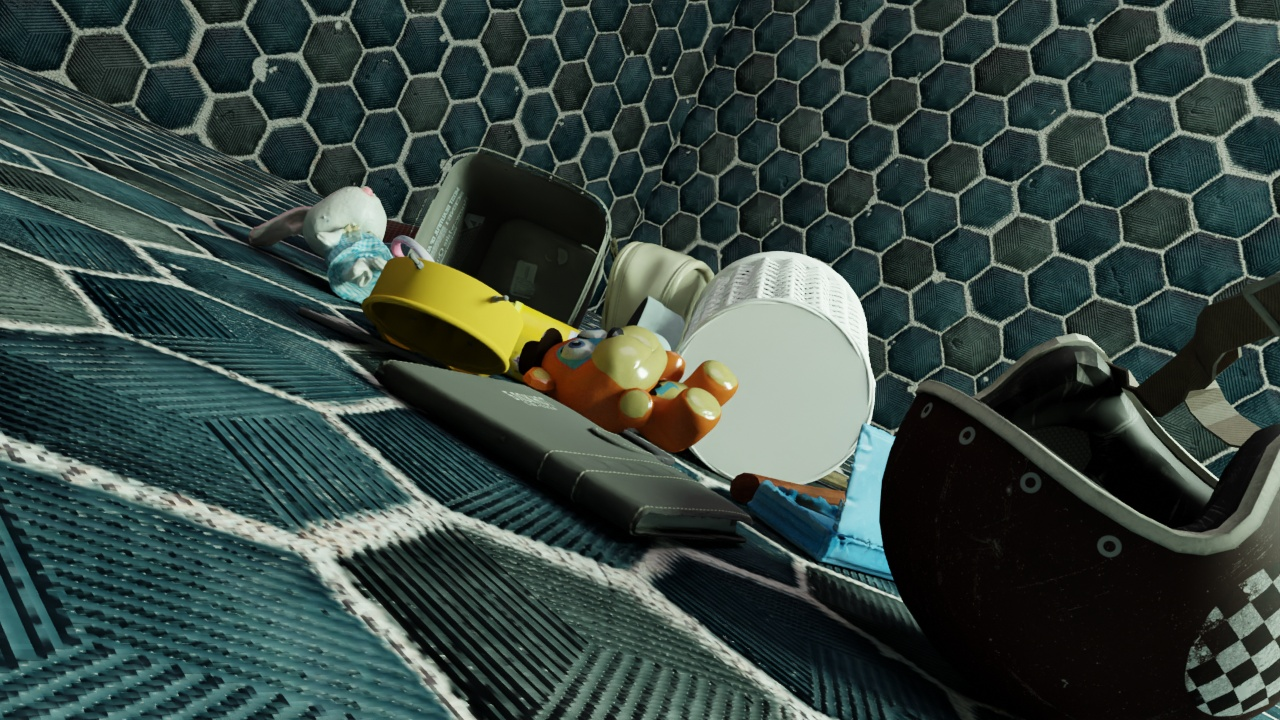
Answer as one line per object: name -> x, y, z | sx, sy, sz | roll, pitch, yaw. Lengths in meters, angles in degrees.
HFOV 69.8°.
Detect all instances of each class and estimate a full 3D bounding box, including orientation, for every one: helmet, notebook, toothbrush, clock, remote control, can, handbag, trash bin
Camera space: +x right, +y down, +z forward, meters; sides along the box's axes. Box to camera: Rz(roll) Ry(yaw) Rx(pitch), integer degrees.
helmet -> 0.257, 0.075, 0.487 | 0.234, 0.253, 0.233 | 50, 2, -17
notebook -> -0.042, 0.057, 0.581 | 0.209, 0.029, 0.169 | 29, 5, 30
toothbrush -> -0.176, -0.005, 0.681 | 0.167, 0.013, 0.013 | 23, 4, -2
clock -> -0.005, 0.005, 0.871 | 0.045, 0.123, 0.159 | 29, 16, -7
remote control -> -0.025, 0.060, 0.782 | 0.124, 0.009, 0.046 | 28, 4, 38
can -> -0.086, -0.005, 0.857 | 0.105, 0.067, 0.067 | 25, 4, -9
handbag -> 0.008, -0.035, 1.064 | 0.132, 0.184, 0.228 | 22, 3, 25
trash bin -> -0.140, -0.103, 1.063 | 0.197, 0.197, 0.220 | 24, -3, 4
clock -> -0.147, -0.029, 0.687 | 0.113, 0.052, 0.152 | 24, -19, -9

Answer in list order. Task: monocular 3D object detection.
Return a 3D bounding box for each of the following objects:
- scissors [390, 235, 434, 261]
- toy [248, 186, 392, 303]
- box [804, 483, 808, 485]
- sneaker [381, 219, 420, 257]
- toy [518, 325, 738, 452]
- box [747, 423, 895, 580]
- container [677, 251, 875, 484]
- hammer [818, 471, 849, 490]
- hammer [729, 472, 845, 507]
scissors -> -0.181, -0.053, 0.885 | 0.179, 0.108, 0.016 | 27, 46, 35
toy -> -0.285, -0.119, 0.887 | 0.131, 0.106, 0.205 | 19, 5, -38
box -> 0.115, 0.083, 1.014 | 0.069, 0.064, 0.210 | 21, 5, -35
sneaker -> -0.318, -0.126, 1.228 | 0.242, 0.098, 0.083 | 10, 34, 26
toy -> -0.014, 0.021, 0.736 | 0.176, 0.096, 0.112 | 4, 22, 17
box -> 0.209, 0.117, 0.753 | 0.231, 0.110, 0.094 | 23, 5, -38
container -> 0.131, 0.003, 0.906 | 0.189, 0.190, 0.186 | 25, 21, 1
hammer -> 0.248, 0.152, 1.197 | 0.316, 0.028, 0.147 | 23, 3, -30
hammer -> 0.191, 0.132, 0.853 | 0.300, 0.028, 0.111 | 15, -22, -42
